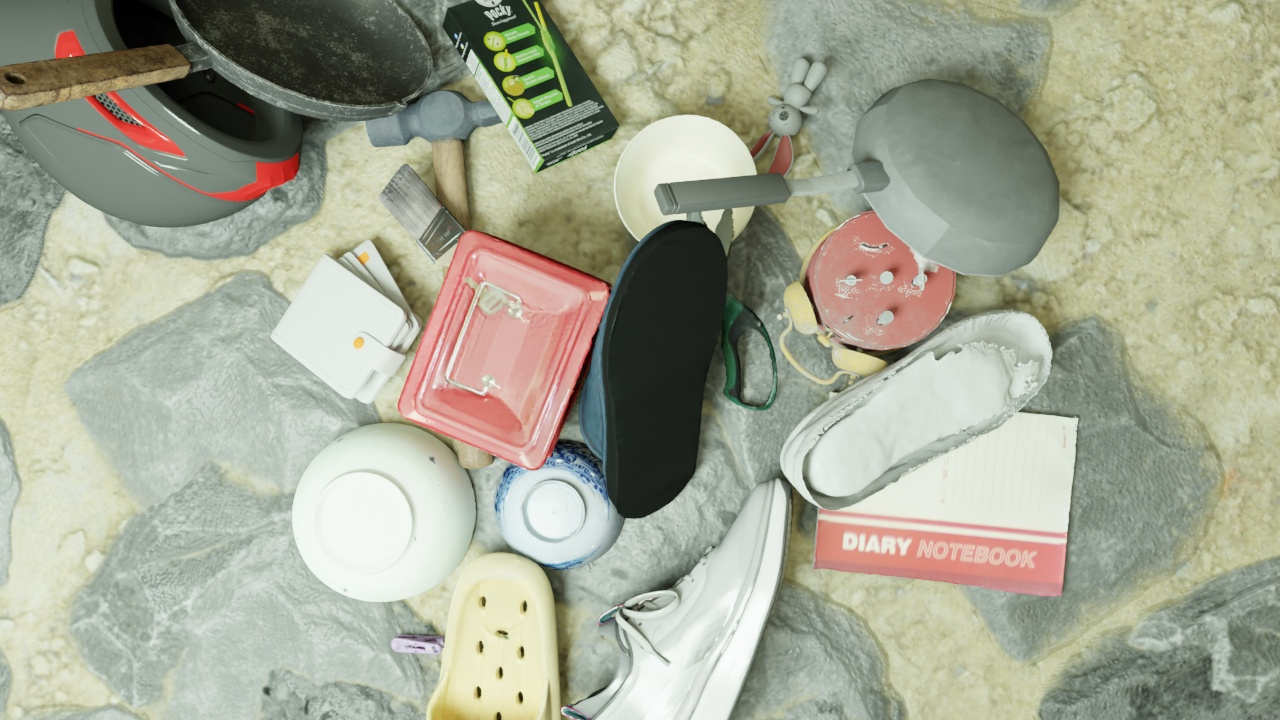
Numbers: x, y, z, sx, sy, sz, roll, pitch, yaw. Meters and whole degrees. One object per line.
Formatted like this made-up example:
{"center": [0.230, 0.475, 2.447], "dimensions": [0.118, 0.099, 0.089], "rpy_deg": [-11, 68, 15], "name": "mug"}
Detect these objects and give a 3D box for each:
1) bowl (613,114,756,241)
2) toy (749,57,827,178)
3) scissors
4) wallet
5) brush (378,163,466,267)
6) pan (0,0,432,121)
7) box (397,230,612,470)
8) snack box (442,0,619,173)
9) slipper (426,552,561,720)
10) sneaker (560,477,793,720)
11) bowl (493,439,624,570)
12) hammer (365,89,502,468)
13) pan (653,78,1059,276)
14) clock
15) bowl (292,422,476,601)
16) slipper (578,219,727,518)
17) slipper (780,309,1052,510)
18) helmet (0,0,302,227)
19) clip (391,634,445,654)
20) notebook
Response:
{"center": [0.037, -0.138, 0.760], "dimensions": [0.115, 0.062, 0.115], "rpy_deg": [0, 89, 2], "name": "bowl"}
{"center": [0.122, -0.203, 0.775], "dimensions": [0.049, 0.030, 0.111], "rpy_deg": [24, 87, 31], "name": "toy"}
{"center": [0.033, -0.040, 0.744], "dimensions": [0.142, 0.015, 0.210], "rpy_deg": [-9, 115, 10], "name": "scissors"}
{"center": [-0.239, -0.039, 0.771], "dimensions": [0.118, 0.037, 0.115], "rpy_deg": [33, 90, 23], "name": "wallet"}
{"center": [-0.158, -0.094, 0.759], "dimensions": [0.039, 0.012, 0.151], "rpy_deg": [-41, 95, -5], "name": "brush"}
{"center": [-0.304, -0.226, 0.671], "dimensions": [0.207, 0.355, 0.040], "rpy_deg": [42, 130, 4], "name": "pan"}
{"center": [-0.102, -0.011, 0.724], "dimensions": [0.134, 0.112, 0.157], "rpy_deg": [24, 96, -3], "name": "box"}
{"center": [-0.091, -0.238, 0.769], "dimensions": [0.080, 0.025, 0.147], "rpy_deg": [-31, 88, -27], "name": "snack box"}
{"center": [-0.119, 0.290, 0.745], "dimensions": [0.111, 0.079, 0.261], "rpy_deg": [5, 94, 1], "name": "slipper"}
{"center": [0.038, 0.205, 0.742], "dimensions": [0.129, 0.097, 0.263], "rpy_deg": [24, 85, 13], "name": "sneaker"}
{"center": [-0.070, 0.123, 0.768], "dimensions": [0.114, 0.045, 0.114], "rpy_deg": [0, 89, 2], "name": "bowl"}
{"center": [-0.153, -0.068, 0.783], "dimensions": [0.129, 0.040, 0.321], "rpy_deg": [-5, 90, -2], "name": "hammer"}
{"center": [0.174, -0.138, 0.682], "dimensions": [0.356, 0.041, 0.178], "rpy_deg": [-10, 68, -24], "name": "pan"}
{"center": [0.182, -0.051, 0.743], "dimensions": [0.117, 0.081, 0.159], "rpy_deg": [43, 91, 2], "name": "clock"}
{"center": [-0.220, 0.130, 0.762], "dimensions": [0.153, 0.073, 0.153], "rpy_deg": [0, 90, 3], "name": "bowl"}
{"center": [-0.004, 0.004, 0.710], "dimensions": [0.108, 0.266, 0.083], "rpy_deg": [-22, 45, -29], "name": "slipper"}
{"center": [0.221, 0.037, 0.729], "dimensions": [0.246, 0.074, 0.112], "rpy_deg": [-29, 116, -10], "name": "slipper"}
{"center": [-0.404, -0.204, 0.730], "dimensions": [0.170, 0.163, 0.264], "rpy_deg": [-36, 94, 30], "name": "helmet"}
{"center": [-0.186, 0.242, 0.779], "dimensions": [0.052, 0.042, 0.014], "rpy_deg": [-1, 90, -11], "name": "clip"}
{"center": [0.256, 0.112, 0.772], "dimensions": [0.209, 0.012, 0.153], "rpy_deg": [6, 87, 2], "name": "notebook"}
